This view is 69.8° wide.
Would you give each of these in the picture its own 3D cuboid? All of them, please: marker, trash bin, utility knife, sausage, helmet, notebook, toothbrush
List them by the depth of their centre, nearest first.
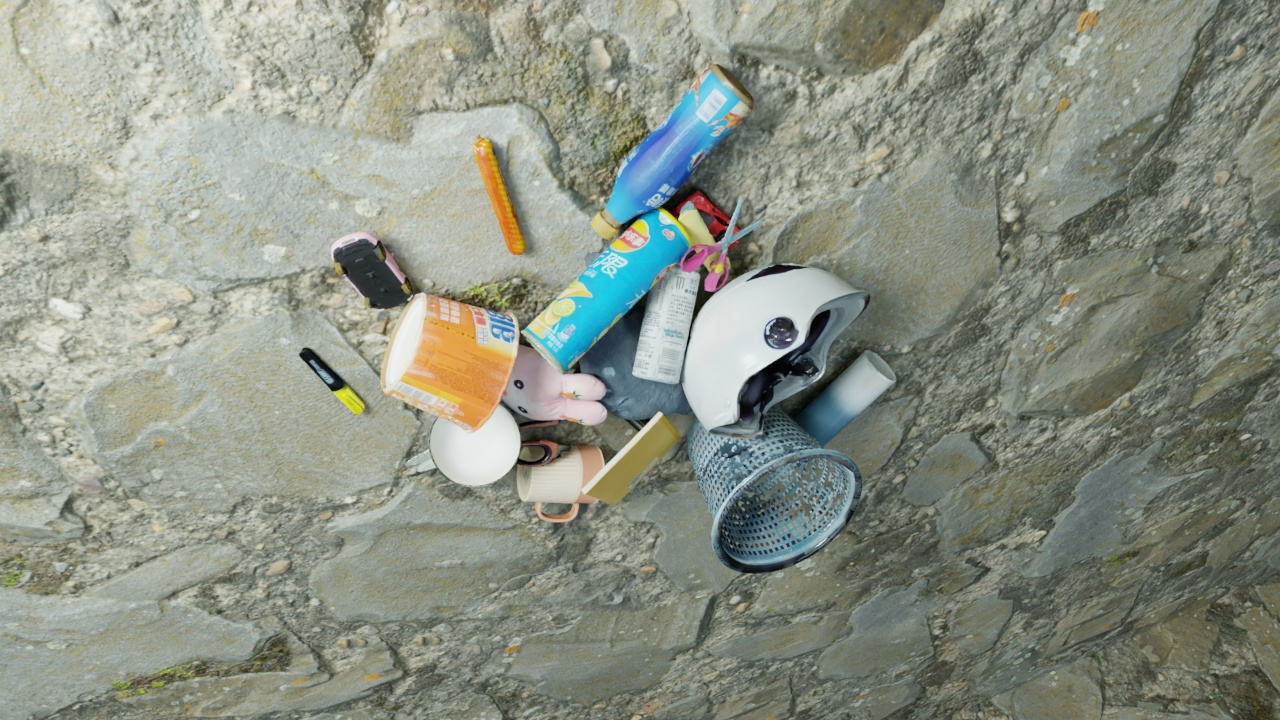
[{"bbox_3d":[-0.151,-0.174,0.989,0.021,0.021,0.165,-18,138,-4],"label":"sausage"},{"bbox_3d":[0.077,-0.137,1.075,0.031,0.018,0.162,-27,153,9],"label":"utility knife"},{"bbox_3d":[-0.372,0.026,1.108,0.018,0.015,0.124,-27,136,1],"label":"marker"},{"bbox_3d":[0.149,-0.029,1.154,0.259,0.146,0.229,-49,160,8],"label":"helmet"},{"bbox_3d":[-0.007,0.141,1.269,0.146,0.010,0.206,-45,164,-2],"label":"notebook"},{"bbox_3d":[-0.028,0.063,1.276,0.027,0.026,0.212,-46,134,1],"label":"toothbrush"},{"bbox_3d":[0.168,0.156,1.313,0.226,0.195,0.227,-13,129,-16],"label":"trash bin"}]

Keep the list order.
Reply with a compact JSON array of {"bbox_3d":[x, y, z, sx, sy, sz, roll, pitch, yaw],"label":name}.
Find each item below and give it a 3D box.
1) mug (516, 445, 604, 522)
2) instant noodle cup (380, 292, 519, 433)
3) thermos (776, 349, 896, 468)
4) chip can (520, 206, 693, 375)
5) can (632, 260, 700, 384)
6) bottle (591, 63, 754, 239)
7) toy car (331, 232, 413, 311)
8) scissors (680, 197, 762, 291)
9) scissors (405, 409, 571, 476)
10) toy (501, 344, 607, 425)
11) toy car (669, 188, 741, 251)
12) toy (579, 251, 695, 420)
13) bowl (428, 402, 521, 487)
[{"bbox_3d":[-0.117,0.175,1.304,0.105,0.081,0.115,4,108,-23],"label":"mug"},{"bbox_3d":[-0.222,-0.003,1.050,0.111,0.151,0.152,21,123,-27],"label":"instant noodle cup"},{"bbox_3d":[0.289,0.080,1.393,0.070,0.070,0.221,20,124,-36],"label":"thermos"},{"bbox_3d":[-0.037,-0.080,1.039,0.210,0.071,0.071,-45,137,-8],"label":"chip can"},{"bbox_3d":[0.032,-0.047,1.109,0.058,0.058,0.146,12,90,-31],"label":"can"},{"bbox_3d":[0.027,-0.216,0.987,0.065,0.065,0.219,24,121,-38],"label":"bottle"},{"bbox_3d":[-0.293,-0.098,1.000,0.056,0.037,0.122,-19,150,1],"label":"toy car"},{"bbox_3d":[0.092,-0.131,1.068,0.135,0.017,0.134,-18,140,-39],"label":"scissors"},{"bbox_3d":[-0.201,0.123,1.230,0.193,0.015,0.206,36,88,-9],"label":"scissors"},{"bbox_3d":[-0.118,0.034,1.146,0.159,0.054,0.121,14,141,15],"label":"toy"},{"bbox_3d":[0.082,-0.160,1.092,0.049,0.031,0.106,-38,137,18],"label":"toy car"},{"bbox_3d":[-0.007,0.007,1.192,0.137,0.091,0.356,-51,138,-9],"label":"toy"},{"bbox_3d":[-0.213,0.101,1.186,0.116,0.066,0.116,0,93,-9],"label":"bowl"}]
